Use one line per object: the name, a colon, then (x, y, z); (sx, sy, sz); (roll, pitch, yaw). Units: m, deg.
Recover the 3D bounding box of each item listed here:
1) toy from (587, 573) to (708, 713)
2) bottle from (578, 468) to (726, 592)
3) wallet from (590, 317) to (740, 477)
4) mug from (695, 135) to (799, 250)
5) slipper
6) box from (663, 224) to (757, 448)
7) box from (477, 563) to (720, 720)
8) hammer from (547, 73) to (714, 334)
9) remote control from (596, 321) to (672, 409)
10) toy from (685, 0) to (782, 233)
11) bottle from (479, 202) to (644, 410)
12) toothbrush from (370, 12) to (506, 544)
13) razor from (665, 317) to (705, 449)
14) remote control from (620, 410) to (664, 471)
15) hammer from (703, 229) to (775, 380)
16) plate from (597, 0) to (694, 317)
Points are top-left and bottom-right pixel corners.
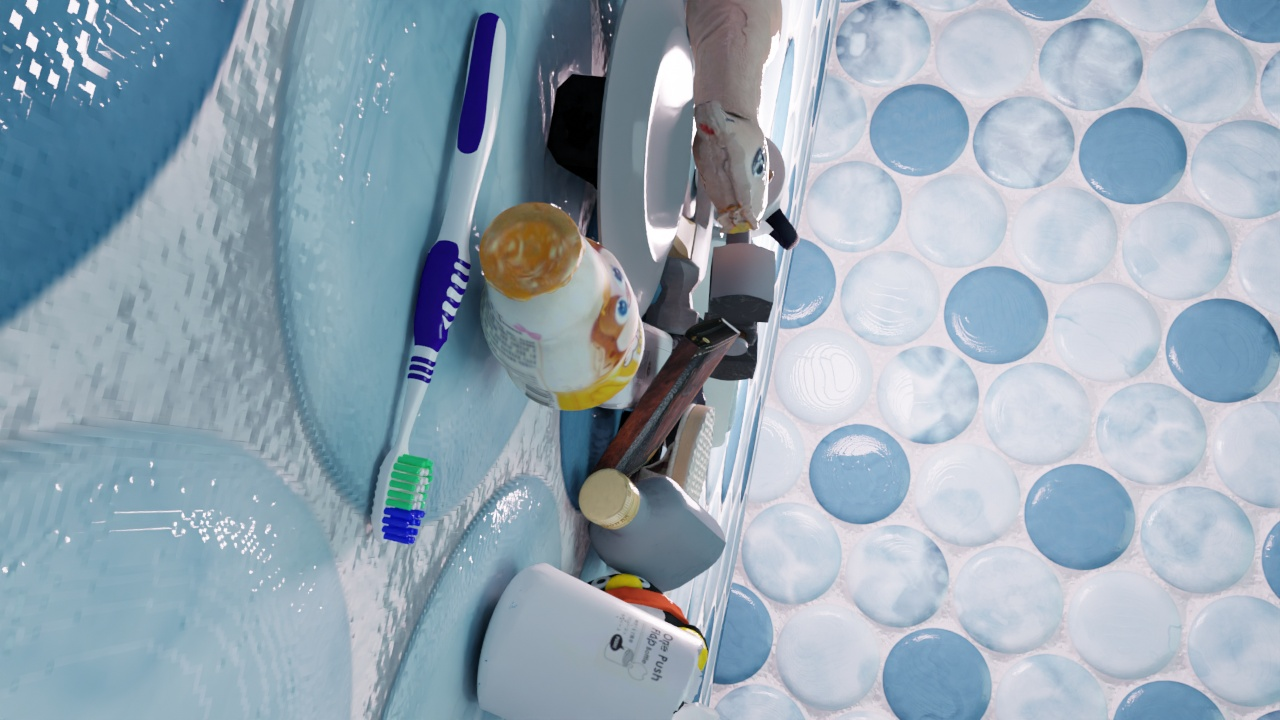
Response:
toy: (-0.013, 0.187, 0.601); (0.119, 0.097, 0.100); (-108, -160, -63)
bottle: (0.005, 0.114, 0.629); (0.046, 0.072, 0.161); (59, 5, 31)
wallet: (0.016, 0.028, 0.613); (0.123, 0.019, 0.072); (-56, 166, 24)
mug: (0.105, -0.147, 0.839); (0.079, 0.112, 0.097); (-40, 171, 7)
slipper: (0.010, 0.153, 0.777); (0.114, 0.052, 0.263); (-51, 156, -61)
box: (0.057, -0.025, 0.857); (0.096, 0.085, 0.199); (-131, -133, -61)
box: (-0.004, 0.177, 0.469); (0.084, 0.160, 0.119); (-57, 166, -49)
hammer: (0.006, -0.096, 0.567); (0.328, 0.039, 0.131); (19, 80, -78)
remote control: (-0.004, 0.004, 0.633); (0.138, 0.025, 0.060); (14, 86, -77)
toy: (0.073, -0.187, 0.633); (0.196, 0.065, 0.263); (44, 39, -57)
bottle: (-0.033, -0.021, 0.360); (0.108, 0.063, 0.063); (74, 28, -71)
toothbrush: (-0.067, -0.029, 0.315); (0.015, 0.016, 0.186); (28, 73, -78)
razor: (0.039, 0.031, 0.796); (0.052, 0.047, 0.143); (-28, 127, -42)
remote control: (0.002, 0.071, 0.750); (0.150, 0.013, 0.034); (56, 45, -74)
hammer: (0.082, -0.153, 0.739); (0.156, 0.043, 0.321); (90, 5, -65)
plate: (0.010, -0.106, 0.457); (0.178, 0.012, 0.178); (9, 89, -78)
